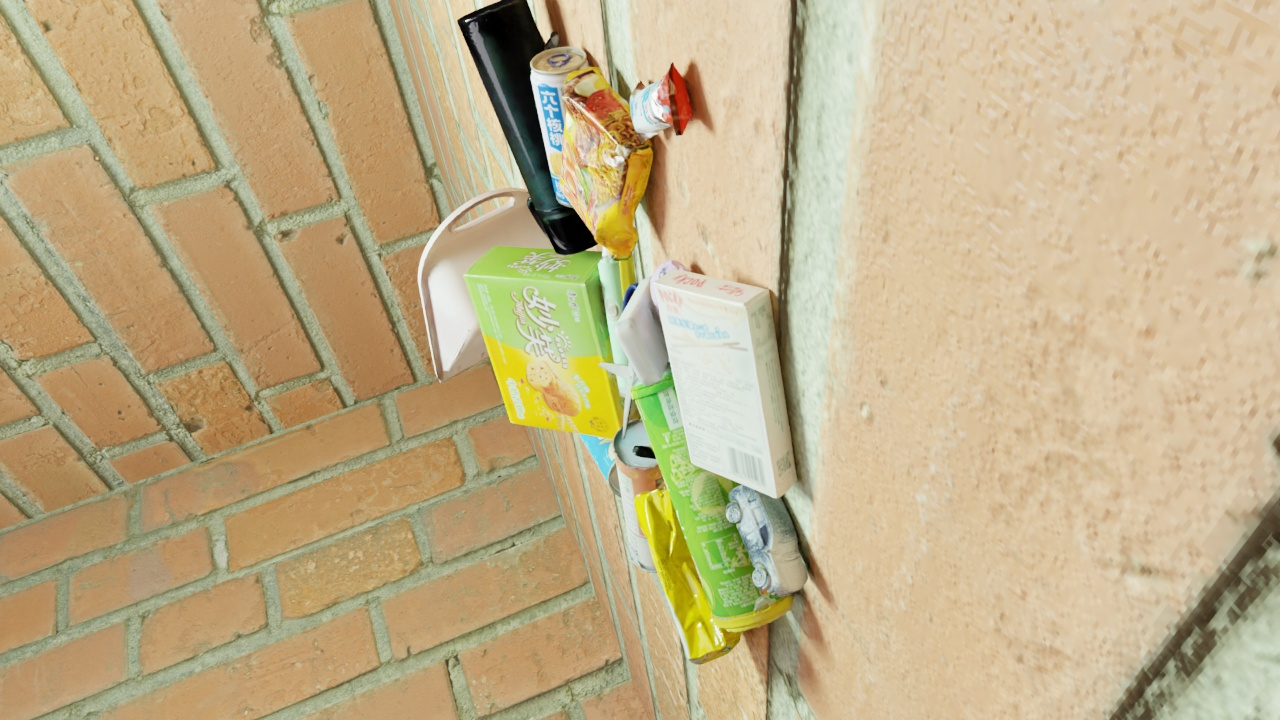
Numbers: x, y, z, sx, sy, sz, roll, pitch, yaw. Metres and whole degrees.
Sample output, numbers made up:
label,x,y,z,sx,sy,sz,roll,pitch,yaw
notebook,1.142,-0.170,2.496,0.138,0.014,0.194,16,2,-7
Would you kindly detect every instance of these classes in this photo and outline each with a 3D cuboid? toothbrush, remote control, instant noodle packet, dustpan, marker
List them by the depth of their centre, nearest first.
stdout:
label,x,y,z,sx,sy,sz,roll,pitch,yaw
remote control,0.007,-0.027,0.744,0.056,0.020,0.135,63,-162,-16
instant noodle packet,-0.032,-0.159,0.749,0.110,0.044,0.129,58,157,28
marker,0.029,0.085,0.814,0.018,0.015,0.124,28,-172,32
toothbrush,-0.013,-0.110,0.843,0.016,0.015,0.190,51,156,42
toothbrush,-0.025,-0.070,0.926,0.027,0.026,0.224,-38,-57,-60
dustpan,-0.197,-0.109,1.236,0.139,0.222,0.274,57,155,4

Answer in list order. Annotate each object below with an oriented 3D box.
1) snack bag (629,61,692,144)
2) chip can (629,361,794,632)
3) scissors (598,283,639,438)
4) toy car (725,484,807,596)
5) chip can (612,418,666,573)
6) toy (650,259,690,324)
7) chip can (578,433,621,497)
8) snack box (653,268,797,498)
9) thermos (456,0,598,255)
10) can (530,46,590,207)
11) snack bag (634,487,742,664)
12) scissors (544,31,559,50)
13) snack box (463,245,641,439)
label,x,y,z,sx,sy,sz,roll,pitch,yaw
snack bag,0.012,-0.172,0.619,0.104,0.026,0.048,-146,49,-70
chip can,0.058,0.106,0.756,0.073,0.072,0.221,166,84,-78
scissors,-0.005,0.006,0.881,0.173,0.012,0.162,20,116,62
toy car,0.099,0.134,0.697,0.034,0.042,0.090,-41,60,42
chip can,0.012,0.159,1.055,0.215,0.071,0.071,83,163,-47
toy,0.037,-0.029,0.704,0.084,0.039,0.108,100,149,-49
chip can,-0.042,0.094,1.195,0.210,0.071,0.071,-130,23,-57
snack box,0.060,0.017,0.636,0.085,0.026,0.157,19,132,43
thermos,-0.108,-0.223,0.900,0.090,0.068,0.243,6,127,39
can,-0.062,-0.208,0.825,0.053,0.053,0.135,-122,17,-46
snack bag,0.052,0.215,0.909,0.247,0.068,0.158,76,173,-71
scissors,-0.105,-0.307,0.946,0.189,0.015,0.226,91,155,-62
snack box,-0.091,-0.019,1.020,0.158,0.069,0.210,7,128,27
